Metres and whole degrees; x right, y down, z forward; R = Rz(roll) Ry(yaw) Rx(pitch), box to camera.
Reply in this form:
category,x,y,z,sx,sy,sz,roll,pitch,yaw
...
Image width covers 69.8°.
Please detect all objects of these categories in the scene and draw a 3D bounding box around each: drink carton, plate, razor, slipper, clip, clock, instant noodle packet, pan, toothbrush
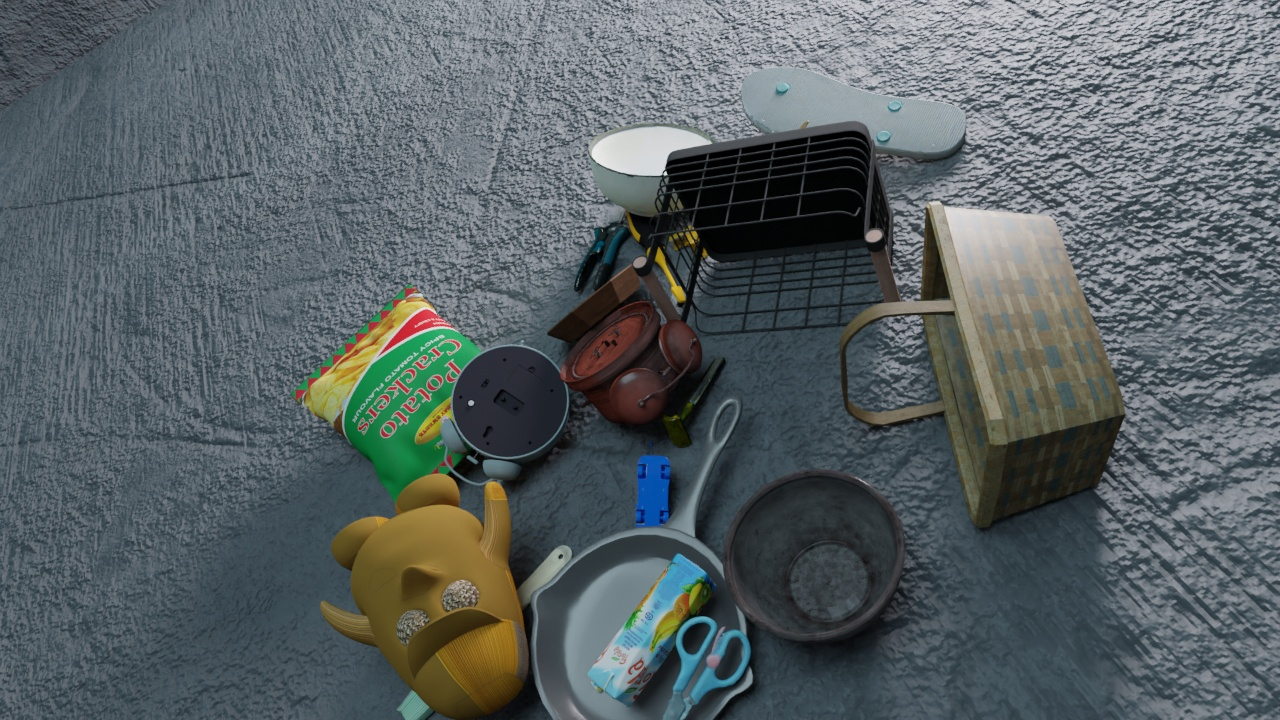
category,x,y,z,sx,sy,sz,roll,pitch,yaw
drink carton,0.010,0.222,0.755,0.038,0.044,0.128,30,74,33
plate,-0.048,-0.059,1.013,0.131,0.025,0.131,-39,3,3
razor,0.058,0.035,0.926,0.026,0.042,0.105,10,52,36
slipper,0.235,-0.270,1.058,0.269,0.055,0.098,21,70,26
clip,0.065,-0.135,1.064,0.053,0.039,0.047,-28,43,4
clock,-0.143,0.058,0.967,0.122,0.045,0.159,33,77,9
instant noodle packet,-0.266,0.033,1.052,0.253,0.090,0.195,35,74,33
clock,-0.006,0.006,0.919,0.120,0.072,0.158,-49,24,-23
pan,0.023,0.187,0.814,0.217,0.024,0.353,13,66,28
toothbrush,0.018,-0.128,1.066,0.031,0.031,0.196,-5,43,-18

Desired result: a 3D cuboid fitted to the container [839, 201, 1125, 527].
category,x,y,z,sx,sy,sz,roll,pitch,yaw
container,0.262,0.000,0.763,0.186,0.158,0.249,-7,52,9

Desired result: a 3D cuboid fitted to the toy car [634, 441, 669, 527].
category,x,y,z,sx,sy,sz,roll,pitch,yaw
toy car,0.011,0.122,0.892,0.033,0.062,0.092,2,80,-1

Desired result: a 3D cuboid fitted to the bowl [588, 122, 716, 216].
category,x,y,z,sx,sy,sz,roll,pitch,yaw
bowl,0.016,-0.222,1.093,0.153,0.073,0.153,-1,36,0

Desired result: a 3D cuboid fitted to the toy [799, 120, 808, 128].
category,x,y,z,sx,sy,sz,roll,pitch,yaw
toy,0.173,-0.197,0.997,0.106,0.134,0.108,-57,36,23

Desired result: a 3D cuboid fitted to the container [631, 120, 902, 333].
category,x,y,z,sx,sy,sz,roll,pitch,yaw
container,0.132,-0.118,0.910,0.242,0.163,0.130,-3,54,26

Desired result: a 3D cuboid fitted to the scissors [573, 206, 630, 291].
category,x,y,z,sx,sy,sz,roll,pitch,yaw
scissors,-0.049,-0.140,1.121,0.137,0.019,0.129,-32,47,-1

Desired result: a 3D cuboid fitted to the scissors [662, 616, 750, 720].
category,x,y,z,sx,sy,sz,roll,pitch,yaw
scissors,0.032,0.268,0.729,0.063,0.015,0.138,34,78,5

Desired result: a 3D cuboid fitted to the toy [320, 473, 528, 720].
category,x,y,z,sx,sy,sz,roll,pitch,yaw
toy,-0.177,0.220,0.814,0.198,0.163,0.203,-34,56,-7

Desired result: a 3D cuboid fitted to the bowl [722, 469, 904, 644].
category,x,y,z,sx,sy,sz,roll,pitch,yaw
bowl,0.147,0.168,0.749,0.145,0.067,0.144,-14,50,18

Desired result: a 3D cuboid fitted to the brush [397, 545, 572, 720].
category,x,y,z,sx,sy,sz,roll,pitch,yaw
brush,-0.144,0.258,0.873,0.217,0.012,0.033,-45,47,-12
